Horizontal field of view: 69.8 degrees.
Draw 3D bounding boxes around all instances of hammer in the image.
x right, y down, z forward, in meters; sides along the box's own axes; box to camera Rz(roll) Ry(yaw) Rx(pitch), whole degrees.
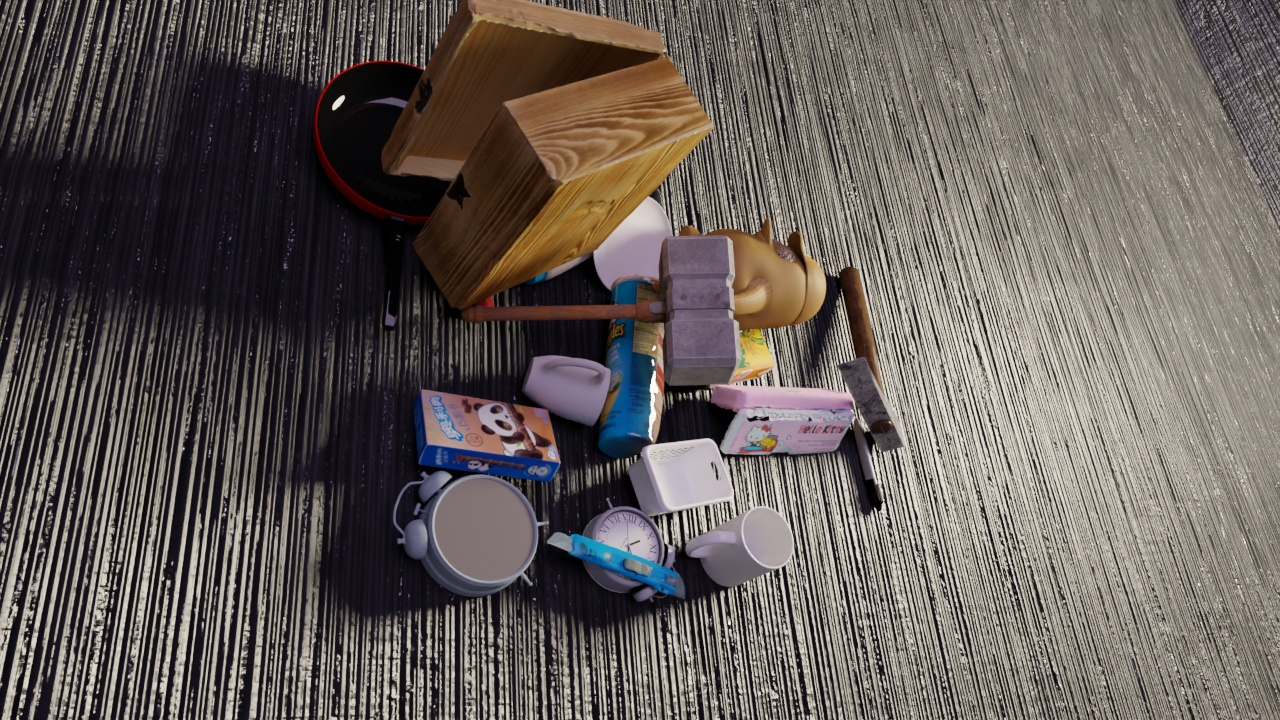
[{"bbox_3d":[0.314,-0.044,1.329,0.218,0.037,0.299,51,29,-45],"label":"hammer"},{"bbox_3d":[-0.050,-0.056,1.072,0.317,0.083,0.162,-1,70,-3],"label":"hammer"}]

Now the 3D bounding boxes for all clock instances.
[{"bbox_3d":[-0.010,0.220,1.041,0.122,0.035,0.094,40,52,-6],"label":"clock"},{"bbox_3d":[-0.180,0.176,0.956,0.159,0.045,0.122,26,53,-19],"label":"clock"}]

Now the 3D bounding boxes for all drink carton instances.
[{"bbox_3d":[0.121,-0.002,1.239,0.122,0.041,0.058,-11,71,-35],"label":"drink carton"}]

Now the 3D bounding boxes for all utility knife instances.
[{"bbox_3d":[-0.023,0.221,1.001,0.173,0.015,0.031,23,51,-17],"label":"utility knife"}]

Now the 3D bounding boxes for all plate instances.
[{"bbox_3d":[-0.012,-0.152,1.214,0.134,0.011,0.135,-15,113,-38],"label":"plate"}]

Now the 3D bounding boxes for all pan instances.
[{"bbox_3d":[-0.285,-0.192,1.078,0.208,0.067,0.355,11,67,-27],"label":"pan"}]

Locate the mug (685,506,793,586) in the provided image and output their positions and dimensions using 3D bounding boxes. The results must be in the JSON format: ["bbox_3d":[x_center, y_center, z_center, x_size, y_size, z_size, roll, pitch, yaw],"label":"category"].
[{"bbox_3d":[0.109,0.219,1.079,0.110,0.091,0.073,10,60,-27],"label":"mug"}]

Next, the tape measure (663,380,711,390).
[{"bbox_3d":[0.061,0.004,1.172,0.042,0.071,0.072,32,61,-66],"label":"tape measure"}]

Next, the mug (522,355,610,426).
[{"bbox_3d":[-0.083,0.022,1.059,0.089,0.107,0.071,18,59,-12],"label":"mug"}]

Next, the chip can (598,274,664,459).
[{"bbox_3d":[-0.007,0.007,1.136,0.079,0.080,0.229,18,58,-23],"label":"chip can"}]

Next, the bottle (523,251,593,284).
[{"bbox_3d":[-0.115,-0.130,1.157,0.145,0.051,0.051,-34,85,-39],"label":"bottle"}]

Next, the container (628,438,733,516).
[{"bbox_3d":[0.044,0.143,1.094,0.129,0.050,0.080,-1,65,-46],"label":"container"}]

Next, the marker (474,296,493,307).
[{"bbox_3d":[-0.201,-0.117,1.118,0.023,0.021,0.145,12,56,-52],"label":"marker"}]

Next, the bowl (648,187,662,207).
[{"bbox_3d":[-0.031,-0.201,1.232,0.114,0.061,0.114,-16,116,-39],"label":"bowl"}]

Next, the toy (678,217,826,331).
[{"bbox_3d":[0.156,-0.111,1.236,0.203,0.163,0.198,6,27,-15],"label":"toy"}]

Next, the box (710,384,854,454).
[{"bbox_3d":[0.191,0.085,1.223,0.201,0.088,0.095,3,92,-30],"label":"box"}]

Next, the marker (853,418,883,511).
[{"bbox_3d":[0.322,0.145,1.294,0.016,0.022,0.138,2,65,-25],"label":"marker"}]

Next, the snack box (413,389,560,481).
[{"bbox_3d":[-0.168,0.082,1.001,0.151,0.034,0.087,12,35,-26],"label":"snack box"}]

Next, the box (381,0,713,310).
[{"bbox_3d":[-0.107,-0.238,1.004,0.256,0.280,0.215,-27,82,-38],"label":"box"}]
